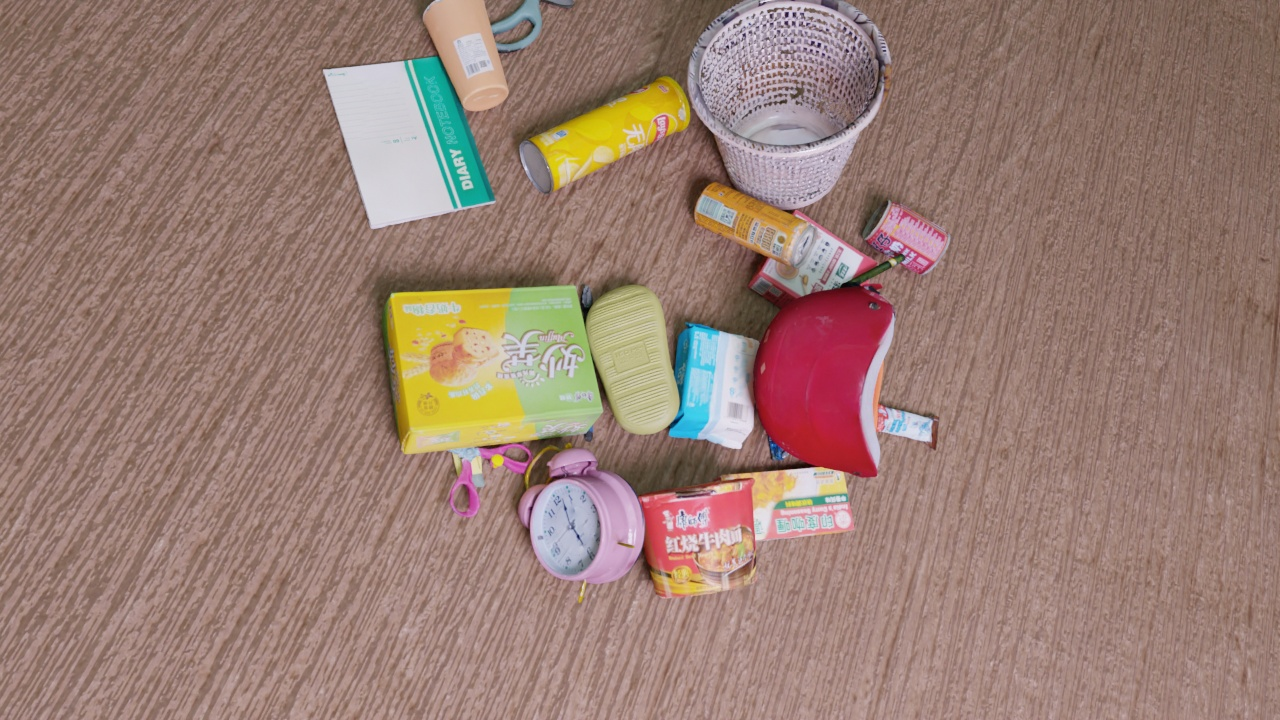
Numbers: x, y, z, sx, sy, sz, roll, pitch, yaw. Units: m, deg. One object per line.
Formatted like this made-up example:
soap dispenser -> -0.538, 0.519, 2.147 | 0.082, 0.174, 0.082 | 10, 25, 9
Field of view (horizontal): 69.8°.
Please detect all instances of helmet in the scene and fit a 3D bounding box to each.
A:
helmet -> 0.200, 0.014, 1.028 | 0.144, 0.239, 0.207 | 4, 101, 11

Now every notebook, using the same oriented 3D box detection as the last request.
notebook -> -0.274, -0.264, 1.089 | 0.150, 0.012, 0.209 | -16, 76, -21

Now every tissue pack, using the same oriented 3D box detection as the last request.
tissue pack -> 0.083, 0.028, 1.062 | 0.090, 0.063, 0.139 | 13, 70, -15

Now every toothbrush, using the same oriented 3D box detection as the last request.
toothbrush -> -0.061, 0.001, 1.057 | 0.014, 0.016, 0.189 | 2, 72, -11
toothbrush -> 0.260, -0.090, 1.132 | 0.185, 0.012, 0.017 | -27, 86, -23

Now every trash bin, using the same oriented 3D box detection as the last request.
trash bin -> 0.176, -0.293, 1.109 | 0.227, 0.192, 0.227 | -3, 69, 7

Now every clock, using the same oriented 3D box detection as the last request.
clock -> -0.068, 0.157, 0.947 | 0.059, 0.117, 0.158 | 8, 38, -51

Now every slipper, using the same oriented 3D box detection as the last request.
slipper -> -0.006, 0.006, 1.040 | 0.091, 0.082, 0.190 | -14, 60, 1

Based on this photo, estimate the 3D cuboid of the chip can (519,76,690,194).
chip can -> -0.042, -0.278, 1.128 | 0.213, 0.072, 0.072 | -31, 82, -22

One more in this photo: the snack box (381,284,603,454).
snack box -> -0.159, 0.006, 0.981 | 0.209, 0.070, 0.157 | -5, 68, -23

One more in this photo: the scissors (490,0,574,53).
scissors -> -0.174, -0.465, 1.183 | 0.170, 0.019, 0.178 | 18, 67, -11

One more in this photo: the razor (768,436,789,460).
razor -> 0.222, 0.095, 1.103 | 0.142, 0.022, 0.042 | -1, 73, -17

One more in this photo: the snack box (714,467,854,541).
snack box -> 0.166, 0.166, 1.059 | 0.155, 0.027, 0.077 | -3, 74, -17

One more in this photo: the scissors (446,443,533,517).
scissors -> -0.180, 0.106, 0.974 | 0.133, 0.017, 0.135 | 20, 63, -15

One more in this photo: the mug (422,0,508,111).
mug -> -0.207, -0.371, 1.112 | 0.078, 0.078, 0.122 | -18, 82, -21

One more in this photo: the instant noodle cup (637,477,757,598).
instant noodle cup -> 0.062, 0.187, 0.971 | 0.137, 0.138, 0.108 | -7, 83, -18

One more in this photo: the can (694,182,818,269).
can -> 0.139, -0.165, 1.118 | 0.146, 0.058, 0.058 | 29, 63, 24

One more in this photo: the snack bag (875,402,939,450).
snack bag -> 0.325, 0.078, 1.135 | 0.104, 0.026, 0.048 | 17, 67, -12

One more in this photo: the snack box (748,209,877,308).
snack box -> 0.218, -0.109, 1.159 | 0.127, 0.044, 0.113 | 33, 65, -2

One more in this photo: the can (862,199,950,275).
can -> 0.347, -0.162, 1.202 | 0.094, 0.067, 0.066 | 30, 66, -5

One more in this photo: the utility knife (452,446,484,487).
utility knife -> -0.203, 0.036, 1.002 | 0.031, 0.022, 0.213 | -8, 81, -22
